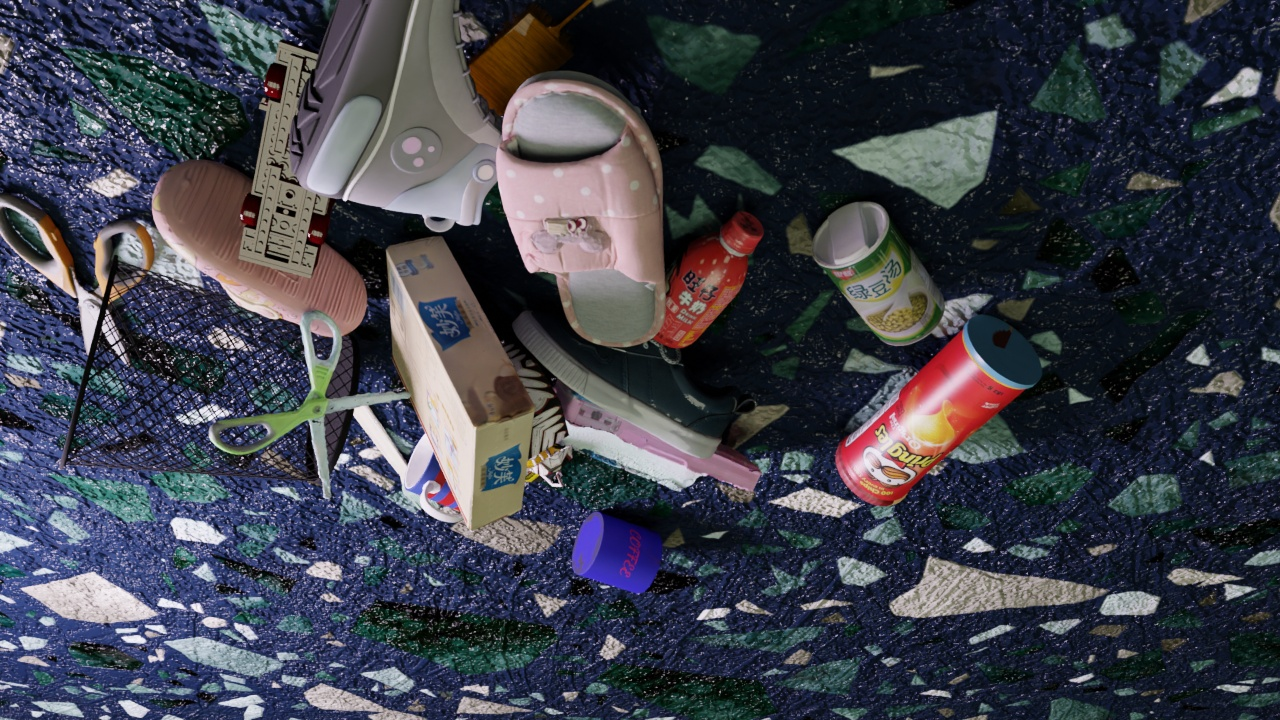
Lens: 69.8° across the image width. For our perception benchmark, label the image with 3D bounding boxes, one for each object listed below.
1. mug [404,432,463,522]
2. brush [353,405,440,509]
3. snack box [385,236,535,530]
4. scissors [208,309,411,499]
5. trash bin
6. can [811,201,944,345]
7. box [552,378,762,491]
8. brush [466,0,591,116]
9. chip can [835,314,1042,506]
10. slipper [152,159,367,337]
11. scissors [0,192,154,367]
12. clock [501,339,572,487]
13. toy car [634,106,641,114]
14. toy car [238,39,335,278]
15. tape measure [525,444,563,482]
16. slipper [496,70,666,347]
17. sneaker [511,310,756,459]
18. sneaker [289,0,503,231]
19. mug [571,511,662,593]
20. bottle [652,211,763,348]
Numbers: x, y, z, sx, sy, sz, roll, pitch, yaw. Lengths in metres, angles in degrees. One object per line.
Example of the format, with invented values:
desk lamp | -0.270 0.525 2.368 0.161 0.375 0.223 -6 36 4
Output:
mug | -0.206 0.132 0.996 0.076 0.111 0.075 27 118 -26
brush | -0.283 0.108 1.049 0.033 0.012 0.218 -7 137 11
snack box | -0.160 0.018 0.794 0.055 0.207 0.154 -17 145 -25
scissors | -0.278 0.041 0.787 0.171 0.021 0.173 -13 107 -35
trash bin | -0.379 0.023 0.825 0.210 0.183 0.185 15 139 -30
can | 0.201 -0.072 0.771 0.067 0.067 0.121 -25 133 28
box | -0.001 0.081 0.979 0.230 0.061 0.161 24 163 -23
brush | -0.075 -0.223 0.649 0.127 0.017 0.048 -29 130 32
chip can | 0.285 0.054 0.898 0.087 0.086 0.214 17 136 -16
slipper | -0.327 -0.081 0.778 0.082 0.093 0.197 -18 137 34
scissors | -0.524 -0.070 0.853 0.175 0.016 0.226 23 135 -21
clock | -0.120 0.062 0.885 0.065 0.115 0.155 -30 112 -23
toy car | -0.013 -0.128 0.723 0.054 0.056 0.154 -6 148 -19
toy car | -0.257 -0.154 0.700 0.070 0.061 0.170 15 115 -15
tape measure | -0.122 0.109 1.020 0.064 0.037 0.066 9 153 -15
slipper | -0.034 -0.089 0.676 0.114 0.054 0.275 -1 144 10
sneaker | -0.005 0.005 0.858 0.235 0.089 0.087 30 98 -11
sneaker | -0.121 -0.205 0.611 0.160 0.093 0.257 15 122 -35
mug | -0.036 0.239 1.144 0.083 0.079 0.111 23 163 -22
bottle | 0.055 -0.071 0.785 0.062 0.061 0.138 21 135 -20
